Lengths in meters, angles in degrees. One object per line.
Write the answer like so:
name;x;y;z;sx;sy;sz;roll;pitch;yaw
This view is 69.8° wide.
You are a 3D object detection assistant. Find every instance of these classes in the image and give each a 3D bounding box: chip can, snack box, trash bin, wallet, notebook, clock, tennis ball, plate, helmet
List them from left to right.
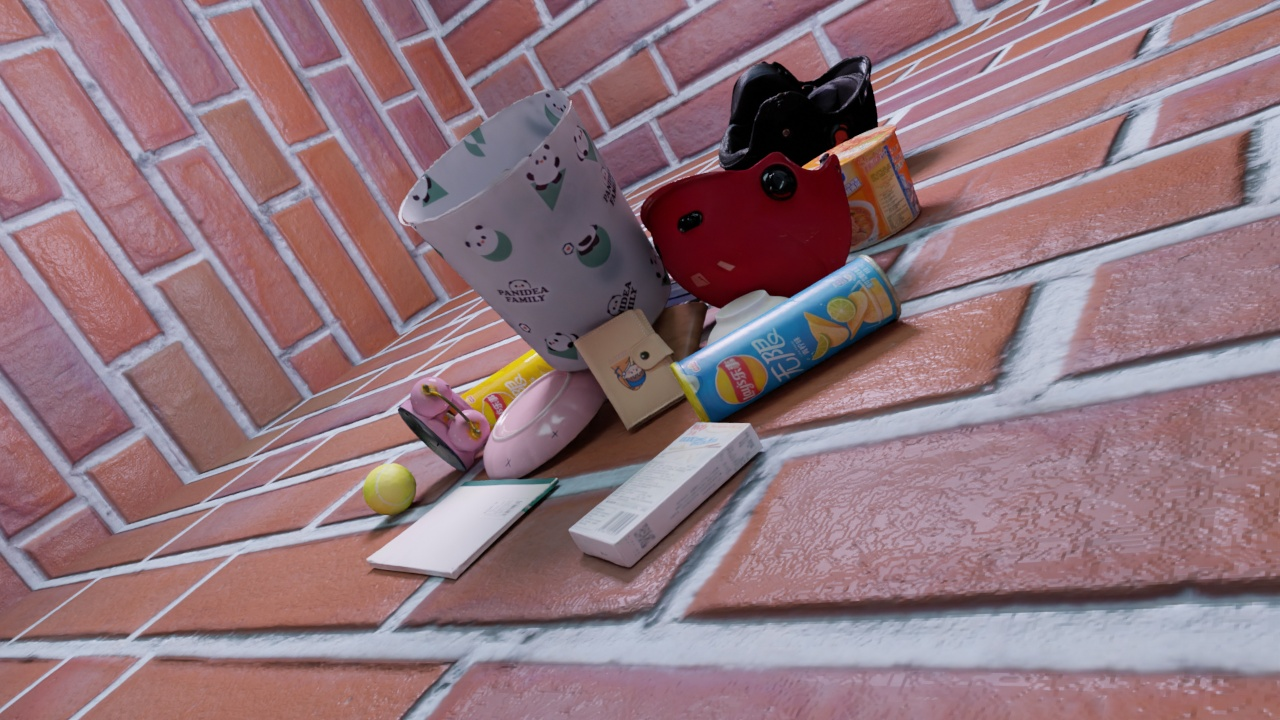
tennis ball;-0.316;0.163;1.158;0.065;0.065;0.065;-28;14;8
clock;-0.243;0.077;1.154;0.059;0.117;0.159;-48;-1;-20
notebook;-0.193;0.174;0.979;0.150;0.012;0.210;-40;17;-34
chip can;-0.158;0.029;1.291;0.213;0.072;0.072;-34;15;-17
plate;-0.118;0.063;1.087;0.193;0.039;0.192;-36;19;14
trash bin;-0.106;-0.136;1.045;0.230;0.252;0.229;-26;32;18
wallet;-0.006;0.006;0.985;0.087;0.115;0.024;-31;-16;-9
wallet;0.021;-0.014;1.047;0.115;0.020;0.101;-5;63;44
snack box;0.021;0.106;0.756;0.156;0.027;0.085;-37;15;-25
helmet;0.127;-0.123;1.015;0.239;0.143;0.207;-6;-17;-27
chip can;0.135;-0.018;0.859;0.210;0.071;0.071;-31;14;-1
helmet;0.258;-0.357;1.455;0.275;0.230;0.233;-28;29;13

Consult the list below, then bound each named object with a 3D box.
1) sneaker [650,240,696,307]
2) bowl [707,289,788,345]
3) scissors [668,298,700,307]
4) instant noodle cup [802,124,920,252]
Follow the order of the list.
sneaker;0.059;-0.126;1.182;0.241;0.088;0.118;-20;10;2
bowl;0.117;-0.030;0.949;0.116;0.066;0.116;-28;14;8
scissors;0.084;-0.095;1.297;0.188;0.015;0.224;-40;10;-23
instant noodle cup;0.276;-0.212;1.160;0.151;0.111;0.151;-28;14;8
